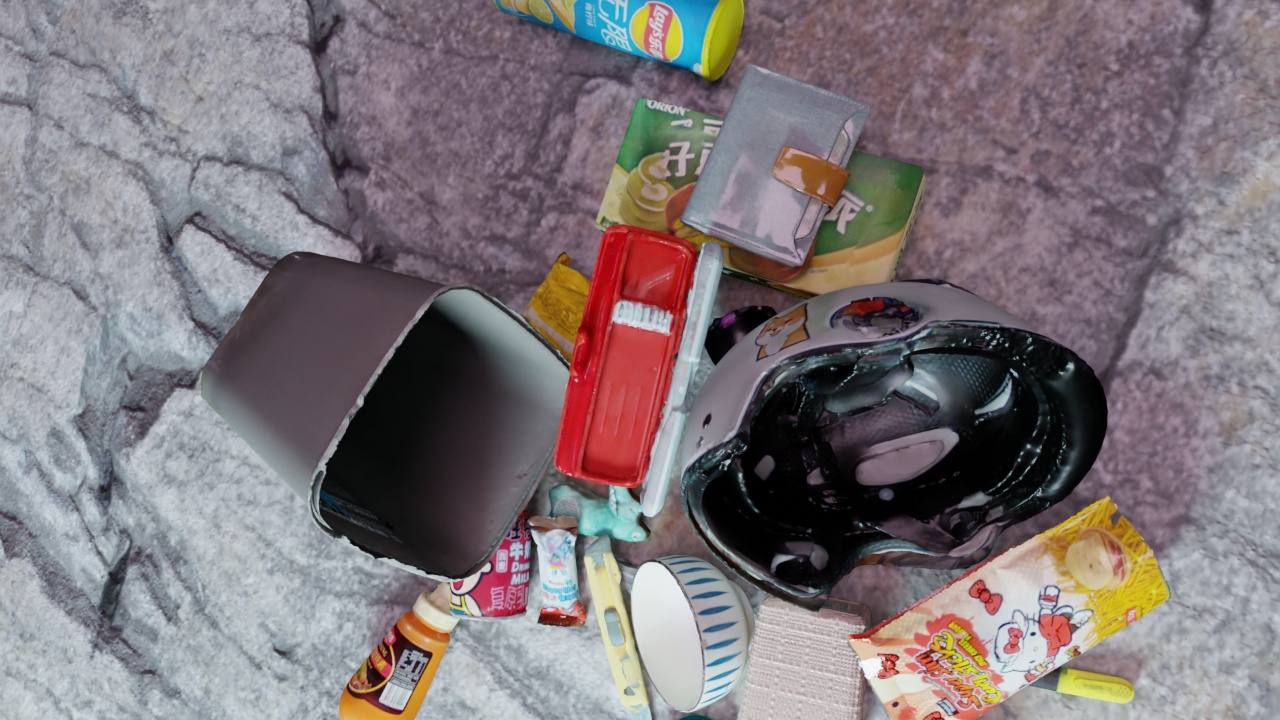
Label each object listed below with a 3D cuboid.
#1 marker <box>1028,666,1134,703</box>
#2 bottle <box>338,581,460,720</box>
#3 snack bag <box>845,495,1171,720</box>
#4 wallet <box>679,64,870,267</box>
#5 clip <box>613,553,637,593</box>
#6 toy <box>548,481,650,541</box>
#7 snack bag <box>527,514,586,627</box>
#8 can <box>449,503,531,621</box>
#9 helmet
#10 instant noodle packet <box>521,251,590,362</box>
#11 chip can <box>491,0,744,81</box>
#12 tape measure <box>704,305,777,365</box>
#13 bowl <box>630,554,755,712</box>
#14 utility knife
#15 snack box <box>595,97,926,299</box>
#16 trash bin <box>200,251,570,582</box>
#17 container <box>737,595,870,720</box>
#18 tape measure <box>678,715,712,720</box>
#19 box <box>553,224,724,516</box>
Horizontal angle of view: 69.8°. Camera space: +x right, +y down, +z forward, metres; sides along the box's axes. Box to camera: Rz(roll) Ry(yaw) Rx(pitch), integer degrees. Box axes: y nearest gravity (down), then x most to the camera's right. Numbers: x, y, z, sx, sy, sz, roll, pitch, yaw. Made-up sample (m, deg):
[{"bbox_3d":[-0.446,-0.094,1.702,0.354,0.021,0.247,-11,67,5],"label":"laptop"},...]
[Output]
[{"bbox_3d":[0.294,0.232,0.675,0.124,0.015,0.018,5,82,18],"label":"marker"},{"bbox_3d":[-0.201,0.258,0.801,0.067,0.066,0.149,31,88,16],"label":"bottle"},{"bbox_3d":[0.255,0.185,0.642,0.208,0.073,0.128,-32,117,0],"label":"snack bag"},{"bbox_3d":[0.101,-0.144,0.681,0.106,0.037,0.129,24,92,18],"label":"wallet"},{"bbox_3d":[-0.017,0.177,0.771,0.058,0.037,0.026,23,99,14],"label":"clip"},{"bbox_3d":[-0.035,0.123,0.770,0.092,0.030,0.096,7,109,14],"label":"toy"},{"bbox_3d":[-0.069,0.177,0.771,0.045,0.026,0.105,2,107,19],"label":"snack bag"},{"bbox_3d":[-0.127,0.167,0.778,0.066,0.066,0.093,2,86,17],"label":"can"},{"bbox_3d":[0.156,0.038,0.647,0.274,0.230,0.156,-26,35,12],"label":"helmet"},{"bbox_3d":[-0.053,-0.015,0.781,0.128,0.044,0.111,39,99,18],"label":"instant noodle packet"},{"bbox_3d":[-0.022,-0.301,0.776,0.210,0.071,0.071,23,93,17],"label":"chip can"},{"bbox_3d":[0.079,-0.020,0.734,0.057,0.057,0.039,-24,77,-10],"label":"tape measure"},{"bbox_3d":[0.046,0.206,0.713,0.066,0.117,0.116,-7,82,-26],"label":"bowl"},{"bbox_3d":[-0.015,0.234,0.762,0.031,0.019,0.182,-13,97,25],"label":"utility knife"},{"bbox_3d":[0.093,-0.122,0.733,0.240,0.063,0.114,19,90,17],"label":"snack box"},{"bbox_3d":[-0.205,0.029,0.722,0.220,0.199,0.198,21,76,36],"label":"trash bin"},{"bbox_3d":[0.126,0.236,0.688,0.090,0.090,0.111,8,85,17],"label":"container"},{"bbox_3d":[0.045,0.315,0.739,0.054,0.025,0.058,-38,81,9],"label":"tape measure"},{"bbox_3d":[-0.005,0.004,0.676,0.094,0.100,0.201,12,97,-4],"label":"box"}]
